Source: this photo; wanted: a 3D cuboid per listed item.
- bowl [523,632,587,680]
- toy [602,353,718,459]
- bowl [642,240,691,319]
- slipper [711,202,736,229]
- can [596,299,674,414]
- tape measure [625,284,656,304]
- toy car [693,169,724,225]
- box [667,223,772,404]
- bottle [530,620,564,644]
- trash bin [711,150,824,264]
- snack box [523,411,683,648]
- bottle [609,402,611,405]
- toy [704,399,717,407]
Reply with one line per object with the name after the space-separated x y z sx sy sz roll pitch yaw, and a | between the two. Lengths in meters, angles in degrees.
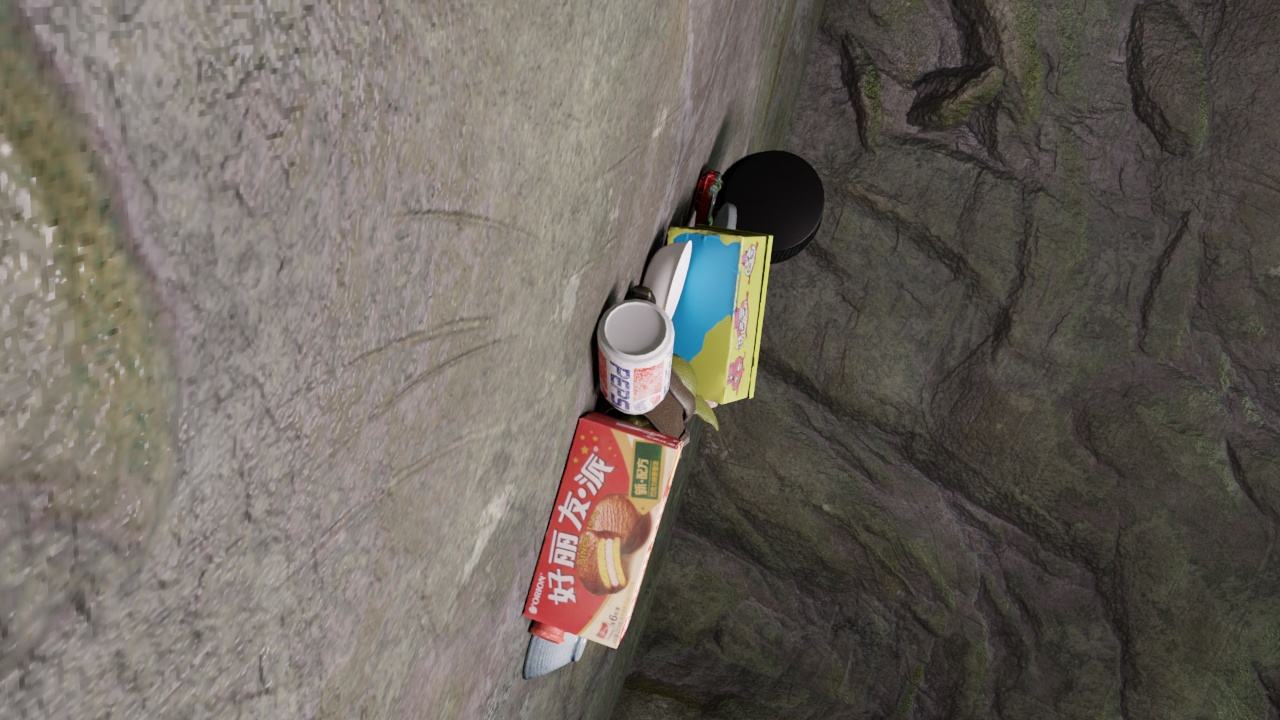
-0.098 0.351 1.178 0.137 0.057 0.137 19 89 -82 | bowl
0.015 0.054 1.095 0.078 0.179 0.152 -23 -156 41 | toy
0.027 -0.099 1.122 0.110 0.040 0.110 19 88 -82 | bowl
0.098 -0.118 1.342 0.098 0.054 0.270 -92 -161 -44 | slipper
-0.006 0.000 0.976 0.136 0.078 0.078 92 18 -62 | can
-0.002 -0.047 1.053 0.065 0.037 0.064 74 34 -76 | tape measure
0.095 -0.229 1.324 0.042 0.036 0.091 -55 156 -68 | toy car
0.094 -0.064 1.201 0.080 0.124 0.221 -9 107 -53 | box
-0.095 0.283 1.106 0.044 0.044 0.109 89 20 -66 | bottle
0.200 -0.240 1.415 0.210 0.184 0.184 -53 160 -82 | trash bin
-0.041 0.184 1.015 0.060 0.113 0.236 -19 127 -79 | snack box
-0.007 0.007 1.158 0.030 0.030 0.113 74 34 -75 | bottle
0.024 0.083 1.412 0.105 0.131 0.206 -31 159 -28 | toy
